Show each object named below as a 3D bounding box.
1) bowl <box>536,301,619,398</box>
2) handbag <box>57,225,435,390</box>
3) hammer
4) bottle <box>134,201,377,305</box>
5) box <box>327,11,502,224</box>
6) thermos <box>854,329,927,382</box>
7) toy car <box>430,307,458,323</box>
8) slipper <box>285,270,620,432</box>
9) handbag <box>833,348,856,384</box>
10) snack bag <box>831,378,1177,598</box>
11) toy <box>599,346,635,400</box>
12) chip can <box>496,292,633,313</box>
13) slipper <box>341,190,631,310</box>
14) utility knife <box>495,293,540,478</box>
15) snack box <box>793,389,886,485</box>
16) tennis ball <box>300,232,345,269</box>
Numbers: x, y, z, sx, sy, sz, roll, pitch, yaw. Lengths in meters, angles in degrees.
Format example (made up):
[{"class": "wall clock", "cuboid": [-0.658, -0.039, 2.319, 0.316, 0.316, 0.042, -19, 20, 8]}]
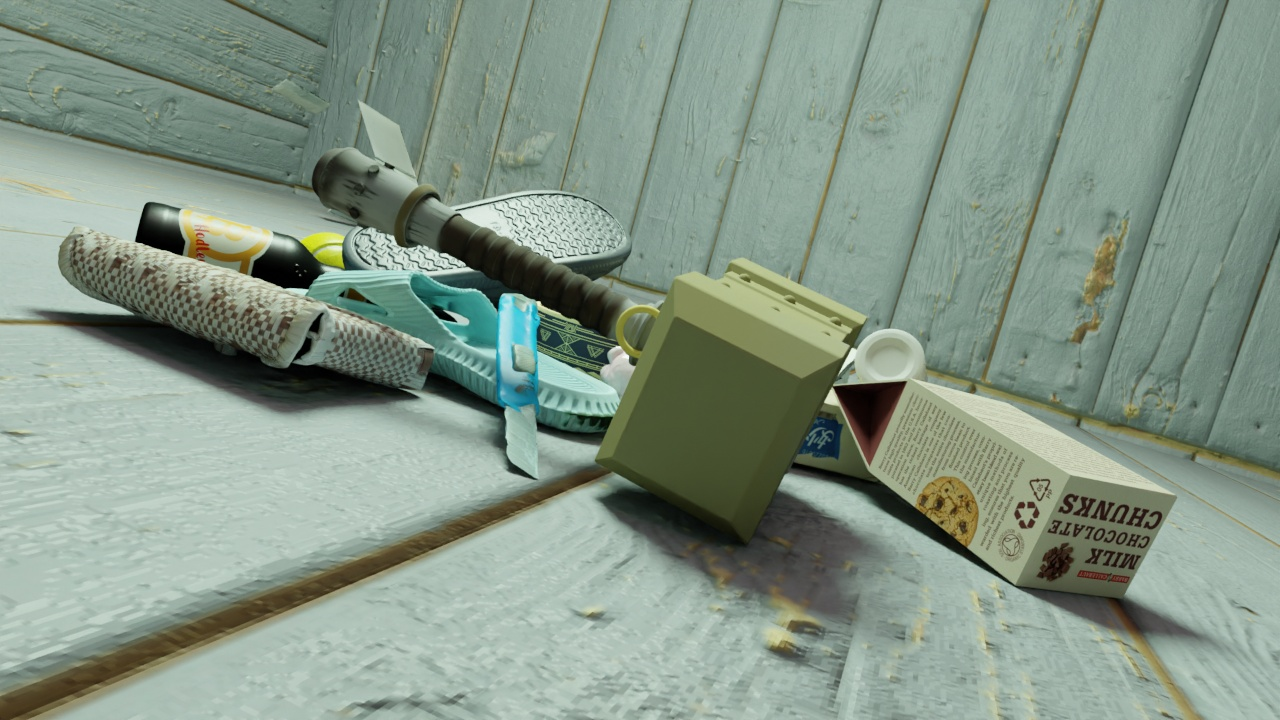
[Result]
[{"class": "bowl", "cuboid": [-0.036, -0.001, 0.713, 0.112, 0.061, 0.112, 16, 6, -2]}, {"class": "handbag", "cuboid": [-0.226, -0.025, 0.531, 0.186, 0.047, 0.124, 18, -1, 20]}, {"class": "hammer", "cuboid": [-0.048, -0.042, 0.524, 0.325, 0.101, 0.190, 27, 17, 12]}, {"class": "bottle", "cuboid": [-0.286, -0.070, 0.705, 0.181, 0.059, 0.059, 13, 7, -27]}, {"class": "box", "cuboid": [-0.534, -0.551, 2.157, 0.234, 0.528, 0.167, 22, 1, 22]}, {"class": "thermos", "cuboid": [0.223, 0.036, 0.797, 0.052, 0.052, 0.224, 19, -12, 24]}, {"class": "toy car", "cuboid": [-0.201, -0.045, 0.810, 0.046, 0.034, 0.112, 10, 9, -42]}, {"class": "slipper", "cuboid": [-0.130, -0.020, 0.631, 0.276, 0.069, 0.115, 19, 4, 22]}, {"class": "handbag", "cuboid": [0.133, 0.026, 0.962, 0.151, 0.074, 0.175, 17, 25, 22]}, {"class": "snack bag", "cuboid": [0.218, 0.064, 0.603, 0.094, 0.070, 0.206, 13, 15, -27]}, {"class": "toy", "cuboid": [0.031, 0.026, 0.624, 0.125, 0.075, 0.037, 18, -24, 16]}, {"class": "chip can", "cuboid": [-0.094, -0.049, 0.889, 0.087, 0.087, 0.213, 10, 9, -40]}, {"class": "slipper", "cuboid": [-0.123, -0.078, 0.786, 0.267, 0.083, 0.110, -14, 48, -36]}, {"class": "utility knife", "cuboid": [-0.069, 0.005, 0.532, 0.031, 0.015, 0.206, 19, 26, -19]}, {"class": "snack box", "cuboid": [0.096, 0.034, 0.761, 0.153, 0.055, 0.207, 14, 6, -21]}, {"class": "tennis ball", "cuboid": [-0.265, -0.075, 0.777, 0.065, 0.065, 0.065, 16, 6, -2]}]
